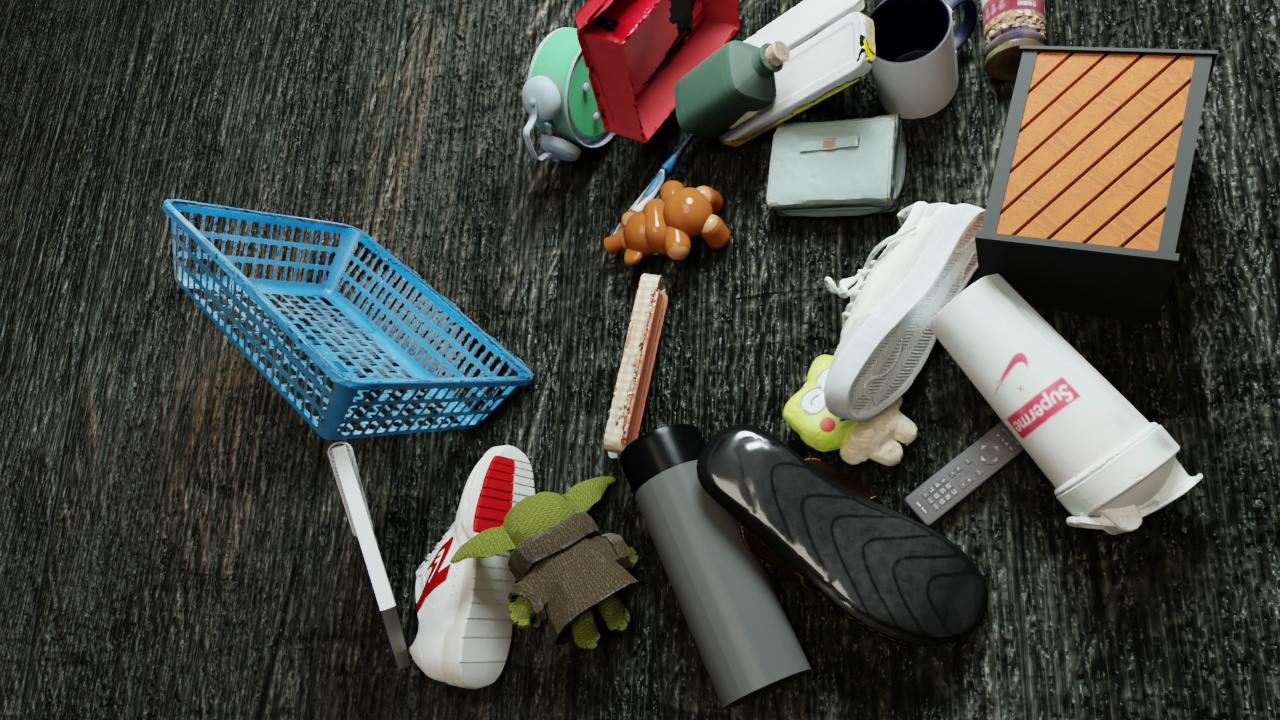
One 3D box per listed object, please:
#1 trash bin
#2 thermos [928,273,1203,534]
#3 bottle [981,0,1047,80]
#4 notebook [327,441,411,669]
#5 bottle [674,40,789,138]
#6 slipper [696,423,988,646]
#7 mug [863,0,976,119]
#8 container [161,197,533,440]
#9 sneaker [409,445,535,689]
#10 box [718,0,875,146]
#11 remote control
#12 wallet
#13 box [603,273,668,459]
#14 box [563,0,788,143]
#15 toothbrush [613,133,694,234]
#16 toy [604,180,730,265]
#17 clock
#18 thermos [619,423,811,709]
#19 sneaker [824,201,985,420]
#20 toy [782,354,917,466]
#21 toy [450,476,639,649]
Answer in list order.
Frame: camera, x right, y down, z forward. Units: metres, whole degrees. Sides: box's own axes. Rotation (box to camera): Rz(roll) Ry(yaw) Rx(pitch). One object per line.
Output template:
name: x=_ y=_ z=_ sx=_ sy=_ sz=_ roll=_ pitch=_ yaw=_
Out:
trash bin: x=0.373 y=-0.144 z=0.763 sx=0.140 sy=0.139 sz=0.171 roll=11 pitch=78 yaw=26
thermos: x=0.330 y=0.035 z=0.739 sx=0.099 sy=0.099 sz=0.220 roll=-39 pitch=70 yaw=7
bottle: x=0.357 y=-0.329 z=0.878 sx=0.056 sy=0.056 sz=0.105 roll=-3 pitch=71 yaw=22
notebook: x=-0.263 y=0.195 z=0.900 sx=0.022 sy=0.210 sz=0.171 roll=-17 pitch=63 yaw=-19
bottle: x=0.095 y=-0.276 z=0.911 sx=0.132 sy=0.061 sz=0.061 roll=-21 pitch=70 yaw=52
slipper: x=0.167 y=0.151 z=0.790 sx=0.268 sy=0.076 sz=0.112 roll=33 pitch=73 yaw=13
mug: x=0.275 y=-0.302 z=0.882 sx=0.112 sy=0.097 sz=0.078 roll=-39 pitch=62 yaw=7
container: x=-0.322 y=-0.040 z=0.982 sx=0.362 sy=0.256 sz=0.089 roll=37 pitch=110 yaw=29
sneaker: x=-0.181 y=0.201 z=0.926 sx=0.104 sy=0.090 sz=0.236 roll=-1 pitch=75 yaw=31
box: x=0.152 y=-0.303 z=0.918 sx=0.210 sy=0.036 sz=0.129 roll=-17 pitch=60 yaw=54
remote control: x=0.291 y=0.090 z=0.793 sx=0.136 sy=0.015 sz=0.032 roll=-40 pitch=62 yaw=4
wallet: x=0.192 y=-0.194 z=0.911 sx=0.132 sy=0.054 sz=0.100 roll=-1 pitch=72 yaw=28
box: x=-0.003 y=0.006 z=0.917 sx=0.042 sy=0.083 sz=0.186 roll=10 pitch=75 yaw=14
box: x=0.027 y=-0.345 z=0.945 sx=0.214 sy=0.164 sz=0.153 roll=-56 pitch=17 yaw=-23
toothbrush: x=0.024 y=-0.208 z=1.003 sx=0.016 sy=0.017 sz=0.189 roll=34 pitch=88 yaw=27
toy: x=0.025 y=-0.137 z=0.964 sx=0.128 sy=0.065 sz=0.094 roll=-19 pitch=59 yaw=26
clock: x=-0.073 y=-0.285 z=1.003 sx=0.075 sy=0.122 sz=0.161 roll=20 pitch=63 yaw=28
thermos: x=0.062 y=0.178 z=0.824 sx=0.082 sy=0.082 sz=0.240 roll=-30 pitch=64 yaw=12
sneaker: x=0.218 y=-0.050 z=0.823 sx=0.091 sy=0.089 sz=0.241 roll=22 pitch=65 yaw=40
toy: x=0.192 y=0.049 z=0.832 sx=0.115 sy=0.046 sz=0.092 roll=32 pitch=79 yaw=20
toy: x=-0.071 y=0.195 z=0.866 sx=0.179 sy=0.078 sz=0.152 roll=-24 pitch=62 yaw=-29
